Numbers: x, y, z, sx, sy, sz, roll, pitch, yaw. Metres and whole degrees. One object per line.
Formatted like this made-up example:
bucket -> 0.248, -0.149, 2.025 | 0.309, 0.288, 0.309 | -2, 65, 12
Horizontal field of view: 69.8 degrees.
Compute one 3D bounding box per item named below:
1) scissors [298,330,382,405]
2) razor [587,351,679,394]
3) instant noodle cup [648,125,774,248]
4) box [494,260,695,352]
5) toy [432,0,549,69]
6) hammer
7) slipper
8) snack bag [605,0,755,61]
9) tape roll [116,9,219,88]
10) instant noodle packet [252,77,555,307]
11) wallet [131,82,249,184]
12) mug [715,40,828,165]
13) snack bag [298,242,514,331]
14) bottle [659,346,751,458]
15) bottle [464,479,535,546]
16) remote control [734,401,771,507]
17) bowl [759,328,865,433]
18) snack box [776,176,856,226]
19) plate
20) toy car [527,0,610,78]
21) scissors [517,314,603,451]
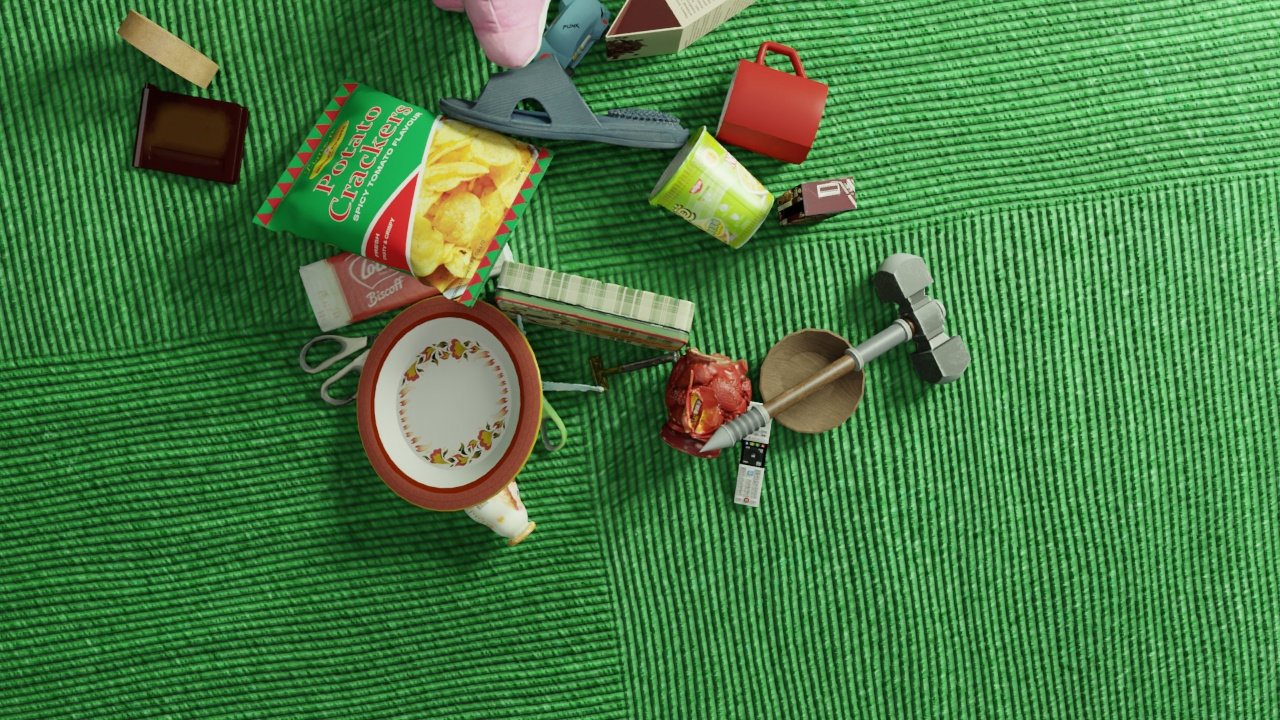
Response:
scissors -> -0.295, -0.008, 1.024 | 0.169, 0.012, 0.132 | -3, 97, -3
razor -> -0.006, 0.006, 1.003 | 0.106, 0.026, 0.042 | -13, 93, 27
instant noodle cup -> 0.080, -0.179, 0.980 | 0.108, 0.099, 0.099 | 34, 93, -11
box -> -0.049, -0.054, 0.971 | 0.205, 0.118, 0.050 | 12, 87, -4
toy -> -0.142, -0.426, 0.917 | 0.187, 0.128, 0.265 | -9, 73, 9
hammer -> 0.196, 0.016, 0.968 | 0.321, 0.043, 0.156 | -29, 95, -18
slipper -> -0.076, -0.273, 0.956 | 0.263, 0.101, 0.083 | 6, 112, -6
snack bag -> 0.051, -0.381, 0.957 | 0.206, 0.094, 0.070 | -33, 94, 2
tape roll -> -0.489, -0.323, 0.953 | 0.094, 0.094, 0.027 | 34, 93, -4
instant noodle packet -> -0.243, -0.180, 0.949 | 0.253, 0.090, 0.195 | 21, 70, 9
wallet -> -0.491, -0.246, 0.999 | 0.115, 0.018, 0.091 | 11, 95, 0
mug -> 0.143, -0.278, 0.976 | 0.096, 0.080, 0.116 | 16, 87, -2
snack bag -> -0.255, -0.101, 1.003 | 0.225, 0.041, 0.077 | -18, 96, -1
bottle -> 0.070, 0.044, 0.989 | 0.099, 0.099, 0.111 | 19, 102, -3
bottle -> -0.163, 0.153, 1.013 | 0.063, 0.063, 0.108 | -39, 95, 2
remote control -> 0.126, 0.104, 1.024 | 0.028, 0.011, 0.124 | 10, 110, 11
bowl -> 0.189, 0.022, 1.024 | 0.118, 0.030, 0.118 | 0, 95, -1
snack box -> 0.180, -0.164, 0.953 | 0.051, 0.141, 0.032 | -8, 95, -1
plate -> -0.203, 0.045, 0.980 | 0.230, 0.021, 0.229 | -2, 85, 22
toy car -> -0.080, -0.349, 0.991 | 0.060, 0.027, 0.108 | 37, 93, -4
scissors -> -0.118, 0.027, 0.998 | 0.172, 0.021, 0.171 | 4, 119, 27
